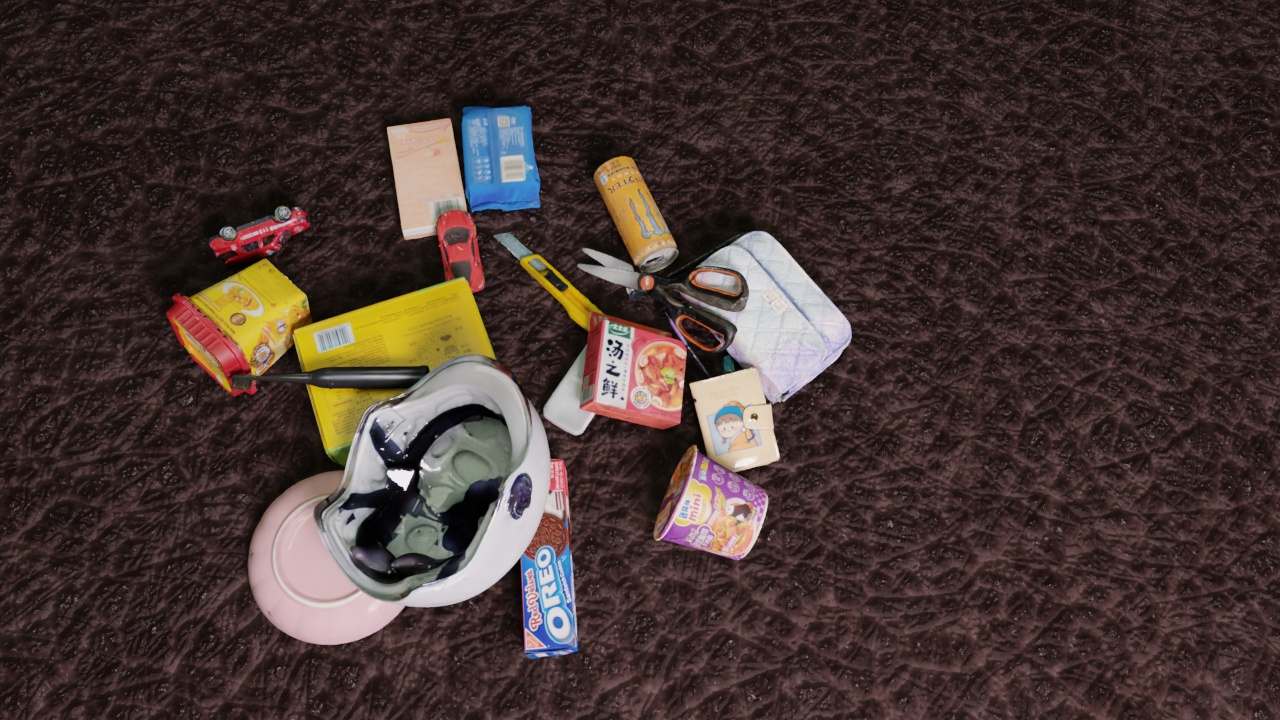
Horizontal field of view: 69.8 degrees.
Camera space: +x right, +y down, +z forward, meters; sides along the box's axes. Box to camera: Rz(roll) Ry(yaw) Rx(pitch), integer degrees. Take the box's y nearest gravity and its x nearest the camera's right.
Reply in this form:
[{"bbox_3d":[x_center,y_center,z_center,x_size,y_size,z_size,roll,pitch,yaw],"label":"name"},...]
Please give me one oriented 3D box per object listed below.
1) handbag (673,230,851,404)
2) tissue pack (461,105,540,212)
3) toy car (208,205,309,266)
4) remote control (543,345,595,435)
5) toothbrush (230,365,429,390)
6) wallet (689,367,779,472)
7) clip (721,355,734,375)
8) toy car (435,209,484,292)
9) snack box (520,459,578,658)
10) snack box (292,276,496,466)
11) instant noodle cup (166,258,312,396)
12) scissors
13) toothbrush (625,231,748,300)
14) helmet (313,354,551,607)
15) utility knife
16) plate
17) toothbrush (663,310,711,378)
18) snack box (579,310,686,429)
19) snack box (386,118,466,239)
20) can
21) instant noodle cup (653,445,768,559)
[{"bbox_3d":[0.152,-0.058,1.113,0.134,0.076,0.194,-37,75,-10],"label":"handbag"},{"bbox_3d":[-0.181,-0.261,1.183,0.095,0.052,0.157,-6,70,-8],"label":"tissue pack"},{"bbox_3d":[-0.464,-0.152,1.125,0.120,0.053,0.045,-25,94,-6],"label":"toy car"},{"bbox_3d":[-0.061,0.024,1.099,0.056,0.020,0.135,30,68,7],"label":"remote control"},{"bbox_3d":[-0.340,0.020,1.005,0.212,0.026,0.027,-1,65,-4],"label":"toothbrush"},{"bbox_3d":[0.112,0.071,1.070,0.087,0.024,0.115,-14,90,1],"label":"wallet"},{"bbox_3d":[0.108,0.021,1.111,0.014,0.040,0.056,-2,65,-7],"label":"clip"},{"bbox_3d":[-0.223,-0.135,1.134,0.049,0.031,0.106,-9,87,-8],"label":"toy car"},{"bbox_3d":[-0.103,0.216,1.006,0.057,0.058,0.207,-4,70,-2],"label":"snack box"},{"bbox_3d":[-0.274,0.013,1.064,0.210,0.070,0.157,-19,72,-11],"label":"snack box"},{"bbox_3d":[-0.454,-0.043,1.058,0.116,0.116,0.123,40,61,11],"label":"instant noodle cup"},{"bbox_3d":[0.018,-0.074,1.106,0.234,0.021,0.162,-3,91,24],"label":"scissors"},{"bbox_3d":[0.061,-0.124,1.166,0.181,0.016,0.018,-28,65,-12],"label":"toothbrush"},{"bbox_3d":[-0.187,0.137,0.949,0.229,0.146,0.258,16,69,34],"label":"helmet"},{"bbox_3d":[-0.111,-0.098,1.138,0.033,0.015,0.207,-39,69,-23],"label":"utility knife"},{"bbox_3d":[-0.335,0.209,1.002,0.192,0.039,0.192,1,69,-3],"label":"plate"},{"bbox_3d":[0.082,0.018,1.086,0.016,0.014,0.189,-34,93,-5],"label":"toothbrush"},{"bbox_3d":[-0.006,0.006,1.077,0.113,0.044,0.127,14,68,-23],"label":"snack box"},{"bbox_3d":[-0.274,-0.235,1.181,0.084,0.026,0.157,-10,70,-7],"label":"snack box"},{"bbox_3d":[-0.006,-0.185,1.162,0.058,0.058,0.146,-22,72,-11],"label":"can"},{"bbox_3d":[0.080,0.164,1.014,0.099,0.112,0.111,23,69,-2],"label":"instant noodle cup"}]
